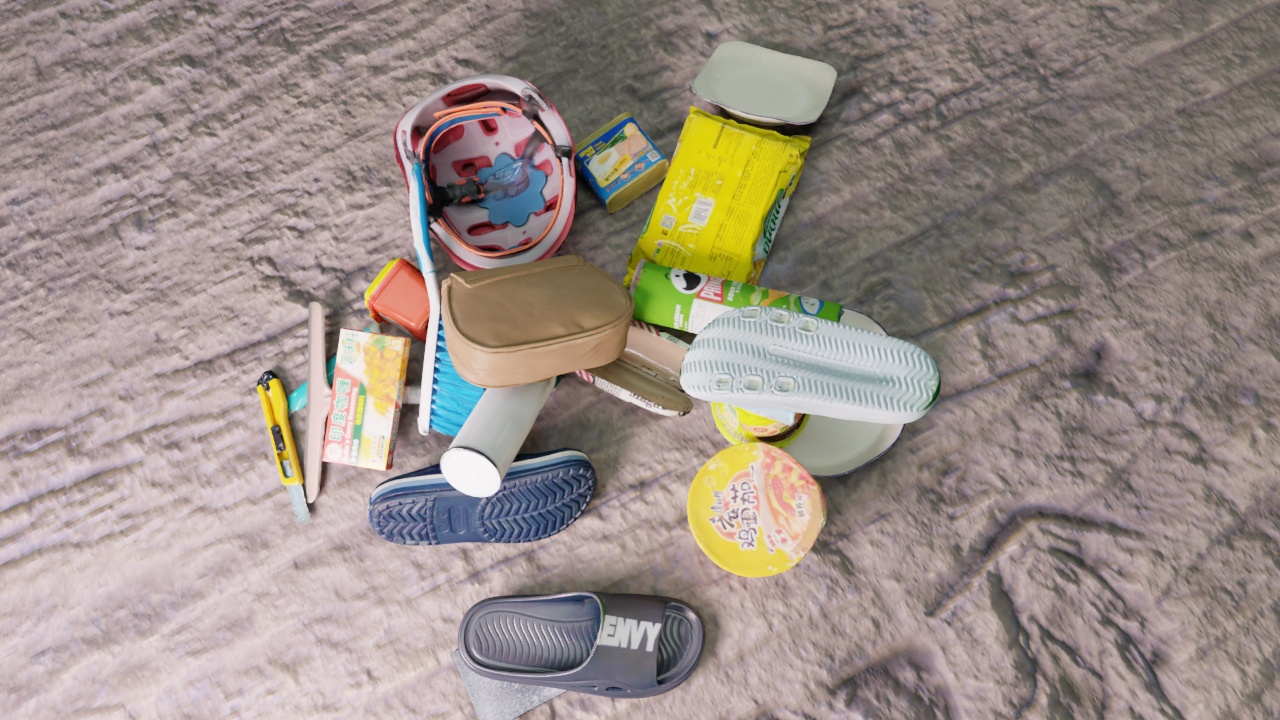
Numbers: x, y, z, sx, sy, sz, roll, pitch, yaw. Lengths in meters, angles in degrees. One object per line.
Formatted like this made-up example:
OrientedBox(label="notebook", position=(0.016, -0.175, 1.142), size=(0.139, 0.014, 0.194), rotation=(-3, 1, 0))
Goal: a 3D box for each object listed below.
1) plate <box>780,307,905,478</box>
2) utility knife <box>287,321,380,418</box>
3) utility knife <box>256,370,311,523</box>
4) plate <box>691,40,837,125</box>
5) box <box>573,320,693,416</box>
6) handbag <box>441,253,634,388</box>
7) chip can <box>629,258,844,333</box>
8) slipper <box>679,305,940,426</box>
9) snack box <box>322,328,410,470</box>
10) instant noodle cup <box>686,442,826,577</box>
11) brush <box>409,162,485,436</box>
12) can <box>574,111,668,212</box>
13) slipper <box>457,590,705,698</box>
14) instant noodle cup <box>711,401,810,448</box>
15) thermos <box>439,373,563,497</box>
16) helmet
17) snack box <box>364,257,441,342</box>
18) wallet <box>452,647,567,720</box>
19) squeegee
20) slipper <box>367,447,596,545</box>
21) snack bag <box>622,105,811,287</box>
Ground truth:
OrientedBox(label="plate", position=(0.204, 0.036, 1.055), size=(0.205, 0.045, 0.204), rotation=(-1, 74, 4))
OrientedBox(label="utility knife", position=(-0.388, 0.018, 1.132), size=(0.182, 0.013, 0.029), rotation=(-41, 72, -3))
OrientedBox(label="utility knife", position=(-0.428, 0.103, 1.103), size=(0.033, 0.015, 0.202), rotation=(-25, 73, 12))
OrientedBox(label="plate", position=(0.154, -0.338, 1.147), size=(0.164, 0.034, 0.163), rotation=(19, 47, 11))
OrientedBox(label="box", position=(-0.007, 0.007, 1.066), size=(0.162, 0.076, 0.086), rotation=(25, 48, 10))
OrientedBox(label="handbag", position=(-0.116, -0.042, 1.000), size=(0.204, 0.100, 0.147), rotation=(-12, 50, -26))
OrientedBox(label="chip can", position=(0.106, -0.054, 1.030), size=(0.236, 0.072, 0.072), rotation=(14, 76, 11))
OrientedBox(label="slipper", position=(0.158, 0.013, 0.872), size=(0.246, 0.074, 0.103), rotation=(9, 66, 24))
OrientedBox(label="snack box", position=(-0.316, 0.045, 1.062), size=(0.077, 0.027, 0.156), rotation=(8, 91, 4))
OrientedBox(label="instant noodle cup", position=(0.121, 0.167, 0.991), size=(0.138, 0.110, 0.138), rotation=(-2, 73, 5))
OrientedBox(label="brush", position=(-0.220, -0.062, 1.047), size=(0.109, 0.060, 0.314), rotation=(6, 92, -8))
OrientedBox(label="can", position=(-0.027, -0.247, 1.152), size=(0.102, 0.057, 0.083), rotation=(-36, 77, -5))
OrientedBox(label="slipper", position=(-0.062, 0.298, 0.971), size=(0.268, 0.083, 0.110), rotation=(3, 70, -2))
OrientedBox(label="instant noodle cup", position=(0.130, 0.033, 0.974), size=(0.112, 0.123, 0.111), rotation=(-1, 75, 5))
OrientedBox(label="thermos", position=(-0.142, 0.052, 1.019), size=(0.073, 0.073, 0.223), rotation=(14, 39, 9))
OrientedBox(label="helmet", position=(-0.168, -0.216, 1.114), size=(0.207, 0.144, 0.240), rotation=(-20, 92, 8))
OrientedBox(label="snack box", position=(-0.278, -0.068, 1.108), size=(0.080, 0.091, 0.082), rotation=(35, 80, 6))
OrientedBox(label="wallet", position=(-0.137, 0.339, 1.015), size=(0.121, 0.019, 0.097), rotation=(-27, 71, -1))
OrientedBox(label="squeegee", position=(-0.284, 0.042, 1.096), size=(0.249, 0.040, 0.247), rotation=(-2, 80, 1))
OrientedBox(label="slipper", position=(-0.177, 0.147, 1.037), size=(0.252, 0.105, 0.095), rotation=(-9, 40, -7))
OrientedBox(label="snack bag", position=(0.087, -0.178, 1.102), size=(0.158, 0.068, 0.246), rotation=(21, 86, 11))
